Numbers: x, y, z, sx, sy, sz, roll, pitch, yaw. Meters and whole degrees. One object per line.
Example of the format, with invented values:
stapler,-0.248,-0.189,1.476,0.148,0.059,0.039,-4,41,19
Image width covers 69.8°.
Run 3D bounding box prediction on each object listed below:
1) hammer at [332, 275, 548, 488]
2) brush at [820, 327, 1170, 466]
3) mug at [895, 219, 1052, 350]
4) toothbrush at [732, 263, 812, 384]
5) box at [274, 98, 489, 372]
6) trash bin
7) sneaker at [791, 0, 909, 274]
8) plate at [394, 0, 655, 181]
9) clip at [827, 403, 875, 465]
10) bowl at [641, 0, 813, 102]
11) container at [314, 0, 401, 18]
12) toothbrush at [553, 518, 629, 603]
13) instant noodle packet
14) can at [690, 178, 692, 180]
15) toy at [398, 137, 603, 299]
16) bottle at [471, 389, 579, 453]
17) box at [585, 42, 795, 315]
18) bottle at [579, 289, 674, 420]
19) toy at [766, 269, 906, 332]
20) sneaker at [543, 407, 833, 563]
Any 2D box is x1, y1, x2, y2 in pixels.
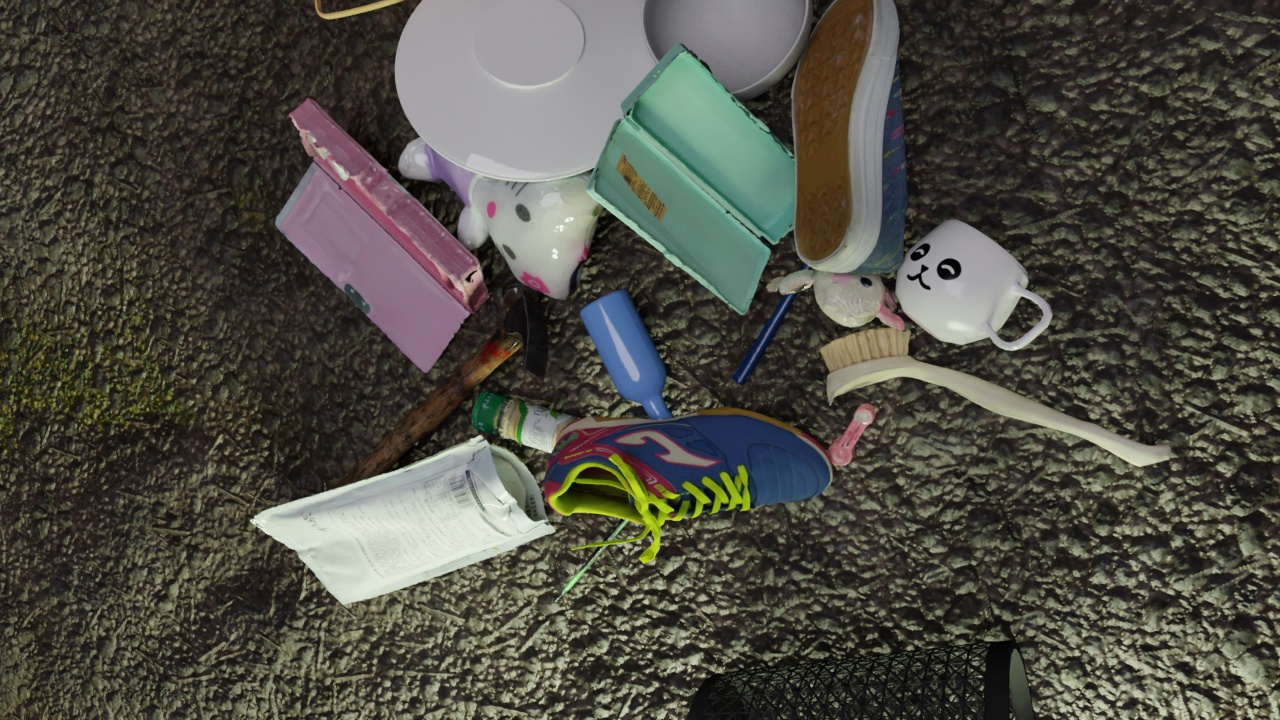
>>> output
hammer,-0.205,0.061,0.871,0.331,0.033,0.119,-41,38,24
brush,0.274,0.032,0.723,0.272,0.062,0.077,16,95,11
mug,0.249,-0.047,0.689,0.076,0.090,0.124,-51,44,9
toothbrush,0.127,-0.063,0.777,0.017,0.016,0.190,34,106,20
box,-0.245,-0.121,0.878,0.233,0.075,0.173,44,138,8
trash bin,0.174,0.331,0.716,0.244,0.216,0.217,-9,94,26
sneaker,0.171,-0.173,0.712,0.088,0.079,0.235,-12,68,54
plate,-0.091,-0.256,0.759,0.229,0.030,0.229,0,71,-1
clip,0.181,0.061,0.777,0.023,0.041,0.060,36,117,15
bowl,0.072,-0.274,0.742,0.132,0.064,0.132,1,94,15
container,-0.213,-0.392,0.792,0.184,0.129,0.167,-9,82,19
toothbrush,-0.027,0.162,0.857,0.017,0.014,0.188,47,108,22
instant noodle packet,-0.229,0.159,0.894,0.270,0.057,0.147,-20,120,19
can,0.035,-0.171,0.772,0.100,0.059,0.054,-26,88,20
toy,-0.118,-0.152,0.811,0.209,0.085,0.138,42,133,12
bottle,-0.101,0.061,0.855,0.110,0.042,0.043,15,101,16
box,0.053,-0.135,0.715,0.138,0.187,0.056,-53,35,3
bottle,-0.005,0.005,0.812,0.048,0.048,0.131,-27,87,19
toy,0.162,-0.057,0.730,0.112,0.087,0.050,25,123,3
sneaker,0.039,0.107,0.771,0.242,0.090,0.116,0,125,10
